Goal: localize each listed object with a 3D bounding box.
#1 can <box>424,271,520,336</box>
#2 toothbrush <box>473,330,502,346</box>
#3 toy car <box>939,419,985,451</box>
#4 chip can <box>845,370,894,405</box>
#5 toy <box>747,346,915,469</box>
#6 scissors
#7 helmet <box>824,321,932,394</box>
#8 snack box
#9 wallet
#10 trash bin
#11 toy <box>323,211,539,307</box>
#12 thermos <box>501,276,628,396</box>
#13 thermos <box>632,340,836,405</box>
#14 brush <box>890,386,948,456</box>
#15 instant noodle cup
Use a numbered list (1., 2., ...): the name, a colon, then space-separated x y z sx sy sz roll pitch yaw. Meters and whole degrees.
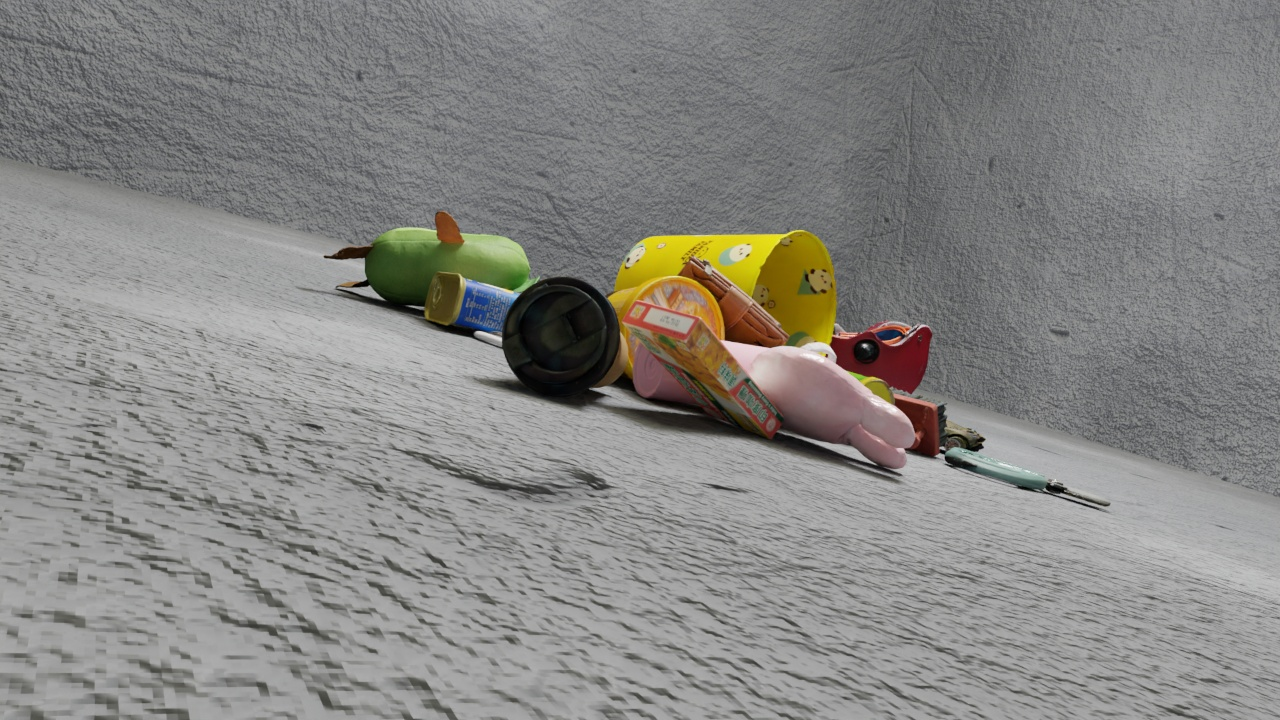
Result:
1. can: -0.184 -0.060 1.026 0.083 0.057 0.102 15 -1 -31
2. toothbrush: -0.107 -0.010 0.935 0.180 0.016 0.016 16 -3 35
3. toy car: 0.342 0.083 1.130 0.158 0.042 0.070 14 4 15
4. chip can: 0.171 0.029 1.016 0.072 0.072 0.221 11 5 -38
5. toy: 0.165 0.042 0.808 0.159 0.054 0.121 29 -22 19
6. scissors: 0.406 0.125 0.966 0.180 0.019 0.143 20 6 34
7. helmet: 0.352 0.006 1.498 0.240 0.144 0.207 0 6 -6
8. snack box: 0.056 0.009 0.774 0.077 0.027 0.156 20 -19 46
9. wallet: 0.089 -0.050 0.969 0.130 0.035 0.119 39 -25 -1
10. trash bin: 0.114 -0.079 1.322 0.256 0.229 0.229 11 1 39
11. toy: -0.249 -0.112 1.108 0.246 0.090 0.227 1 -20 -14
12. thermos: -0.054 -0.013 0.750 0.093 0.093 0.143 16 -4 11
13. thermos: 0.098 0.009 0.887 0.198 0.087 0.067 8 42 -25
14. brush: 0.278 0.064 1.058 0.069 0.063 0.146 -23 25 -30
15. instant noodle cup: 0.007 -0.027 0.951 0.118 0.118 0.115 12 -3 -29
